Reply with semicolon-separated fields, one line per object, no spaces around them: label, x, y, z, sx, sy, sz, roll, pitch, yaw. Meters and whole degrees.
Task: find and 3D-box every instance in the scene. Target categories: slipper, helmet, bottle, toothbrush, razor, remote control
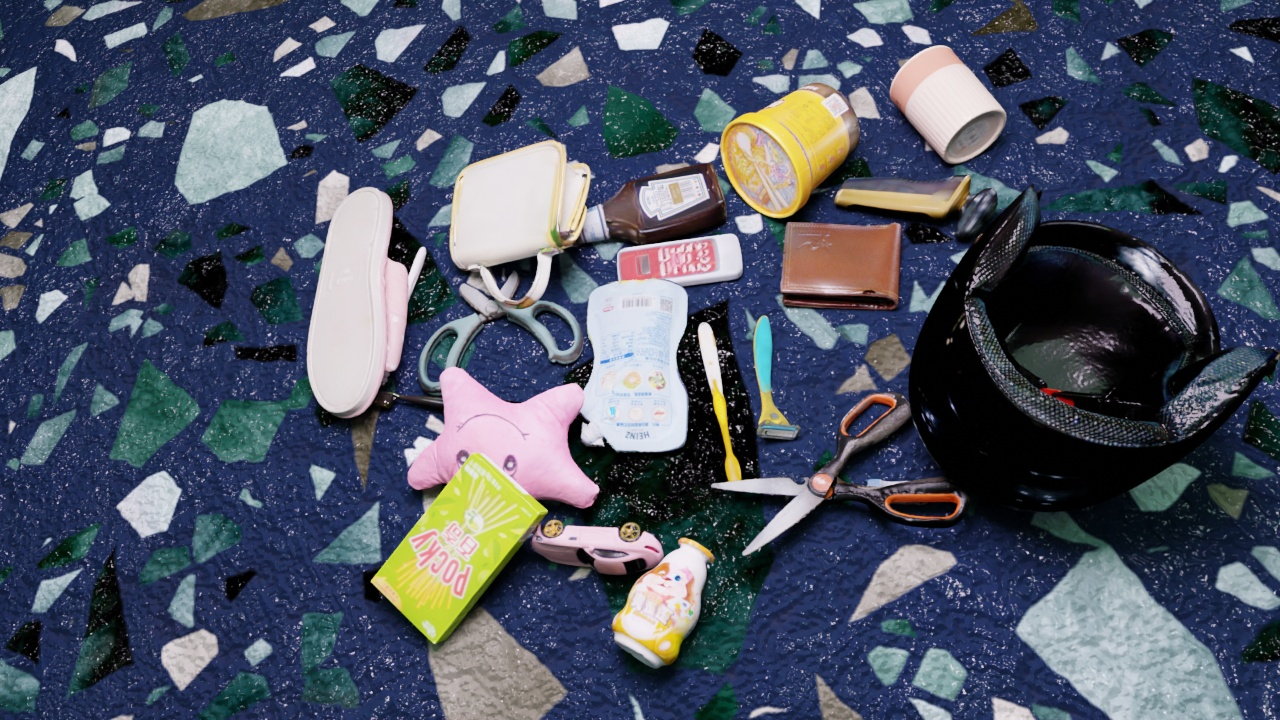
slipper;-0.301;-0.064;0.998;0.114;0.054;0.274;-18;63;25
helmet;0.357;-0.003;0.775;0.233;0.231;0.273;43;49;17
bottle;0.023;0.208;0.798;0.063;0.063;0.108;25;67;21
toothbrush;-0.265;-0.052;1.021;0.016;0.016;0.179;9;63;5
toothbrush;-0.177;0.049;0.943;0.213;0.026;0.027;6;56;13
toothbrush;0.078;0.041;0.914;0.016;0.018;0.191;-9;57;1
razor;0.127;0.016;0.911;0.043;0.028;0.132;4;62;-15
remote control;0.042;-0.106;1.000;0.136;0.020;0.055;-7;59;5
bottle;-0.005;-0.165;1.028;0.195;0.044;0.079;-15;59;2
razor;0.293;-0.169;0.983;0.168;0.062;0.067;10;93;20

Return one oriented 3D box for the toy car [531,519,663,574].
toy car;-0.040;0.172;0.834;0.122;0.056;0.037;1;54;10

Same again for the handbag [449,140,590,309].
handbag;-0.134;-0.135;0.998;0.164;0.063;0.178;-6;71;36

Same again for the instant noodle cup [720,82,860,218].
instant noodle cup;0.168;-0.235;1.003;0.114;0.119;0.118;-38;62;-21

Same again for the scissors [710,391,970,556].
scissors;0.188;0.108;0.834;0.228;0.022;0.220;21;57;26

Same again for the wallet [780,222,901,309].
wallet;0.211;-0.103;0.966;0.124;0.032;0.101;3;59;10

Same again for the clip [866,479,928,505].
clip;0.236;0.121;0.840;0.058;0.036;0.025;1;55;8

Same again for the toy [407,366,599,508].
toy;-0.130;0.099;0.878;0.195;0.074;0.178;10;76;16

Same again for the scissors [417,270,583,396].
scissors;-0.155;-0.017;0.982;0.171;0.019;0.169;32;71;22

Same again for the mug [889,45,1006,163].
mug;0.354;-0.284;1.025;0.114;0.082;0.105;-8;56;-31

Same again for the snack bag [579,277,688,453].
snack bag;-0.006;0.005;0.934;0.110;0.039;0.190;1;62;3

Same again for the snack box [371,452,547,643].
snack box;-0.164;0.169;0.831;0.086;0.026;0.156;40;96;14
